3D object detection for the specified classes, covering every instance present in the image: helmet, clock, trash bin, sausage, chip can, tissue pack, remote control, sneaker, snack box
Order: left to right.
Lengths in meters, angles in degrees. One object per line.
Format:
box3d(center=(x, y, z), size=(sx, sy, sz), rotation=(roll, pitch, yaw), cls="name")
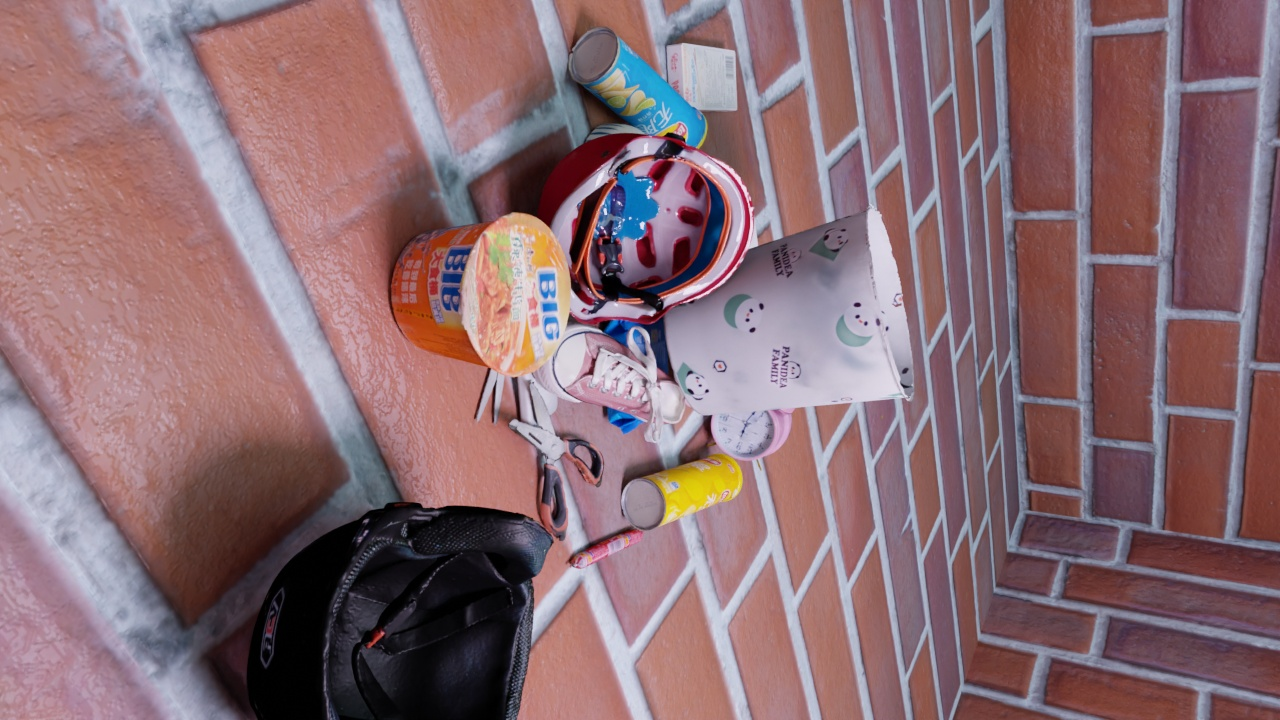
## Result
box3d(center=(-0.196, 0.235, 0.737), size=(0.274, 0.231, 0.233), rotation=(45, 43, -51), cls="helmet")
box3d(center=(-0.115, 0.005, 1.005), size=(0.055, 0.020, 0.136), rotation=(-38, 134, -51), cls="remote control")
box3d(center=(-0.041, 0.237, 1.164), size=(0.155, 0.020, 0.020), rotation=(-10, 102, -56), cls="sausage")
box3d(center=(-0.017, 0.022, 1.036), size=(0.241, 0.088, 0.118), rotation=(27, 76, -44), cls="sneaker")
box3d(center=(-0.009, -0.157, 1.015), size=(0.239, 0.144, 0.207), rotation=(-7, 121, -28), cls="helmet")
box3d(center=(-0.007, 0.007, 1.157), size=(0.094, 0.052, 0.157), rotation=(-19, 110, -56), cls="tissue pack")
box3d(center=(0.002, -0.318, 1.110), size=(0.210, 0.071, 0.071), rotation=(24, 74, -55), cls="chip can")
box3d(center=(0.061, 0.178, 1.265), size=(0.212, 0.072, 0.072), rotation=(-6, 99, -55), cls="chip can")
box3d(center=(0.088, -0.390, 1.273), size=(0.156, 0.027, 0.085), rotation=(-21, 112, -54), cls="snack box")
box3d(center=(0.165, 0.075, 1.348), size=(0.059, 0.117, 0.159), rotation=(-26, 137, -64), cls="clock")
box3d(center=(0.178, -0.044, 1.100), size=(0.229, 0.252, 0.229), rotation=(40, 44, -55), cls="trash bin")

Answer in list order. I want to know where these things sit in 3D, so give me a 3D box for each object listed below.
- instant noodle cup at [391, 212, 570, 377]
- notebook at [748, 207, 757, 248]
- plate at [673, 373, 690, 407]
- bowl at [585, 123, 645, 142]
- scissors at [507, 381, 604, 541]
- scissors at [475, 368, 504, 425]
box3d(center=(-0.154, -0.063, 0.868), size=(0.151, 0.112, 0.151), rotation=(-11, 103, -56), cls="instant noodle cup")
box3d(center=(0.152, -0.118, 1.419), size=(0.150, 0.012, 0.209), rotation=(-35, 122, -50), cls="notebook")
box3d(center=(0.092, -0.029, 1.284), size=(0.192, 0.039, 0.192), rotation=(2, 90, -68), cls="plate")
box3d(center=(-0.013, -0.227, 1.104), size=(0.116, 0.066, 0.116), rotation=(-10, 102, -55), cls="bowl")
box3d(center=(-0.094, 0.115, 1.052), size=(0.188, 0.015, 0.224), rotation=(-21, 118, -58), cls="scissors")
box3d(center=(-0.141, -0.017, 0.987), size=(0.143, 0.012, 0.170), rotation=(-32, 122, -51), cls="scissors")
